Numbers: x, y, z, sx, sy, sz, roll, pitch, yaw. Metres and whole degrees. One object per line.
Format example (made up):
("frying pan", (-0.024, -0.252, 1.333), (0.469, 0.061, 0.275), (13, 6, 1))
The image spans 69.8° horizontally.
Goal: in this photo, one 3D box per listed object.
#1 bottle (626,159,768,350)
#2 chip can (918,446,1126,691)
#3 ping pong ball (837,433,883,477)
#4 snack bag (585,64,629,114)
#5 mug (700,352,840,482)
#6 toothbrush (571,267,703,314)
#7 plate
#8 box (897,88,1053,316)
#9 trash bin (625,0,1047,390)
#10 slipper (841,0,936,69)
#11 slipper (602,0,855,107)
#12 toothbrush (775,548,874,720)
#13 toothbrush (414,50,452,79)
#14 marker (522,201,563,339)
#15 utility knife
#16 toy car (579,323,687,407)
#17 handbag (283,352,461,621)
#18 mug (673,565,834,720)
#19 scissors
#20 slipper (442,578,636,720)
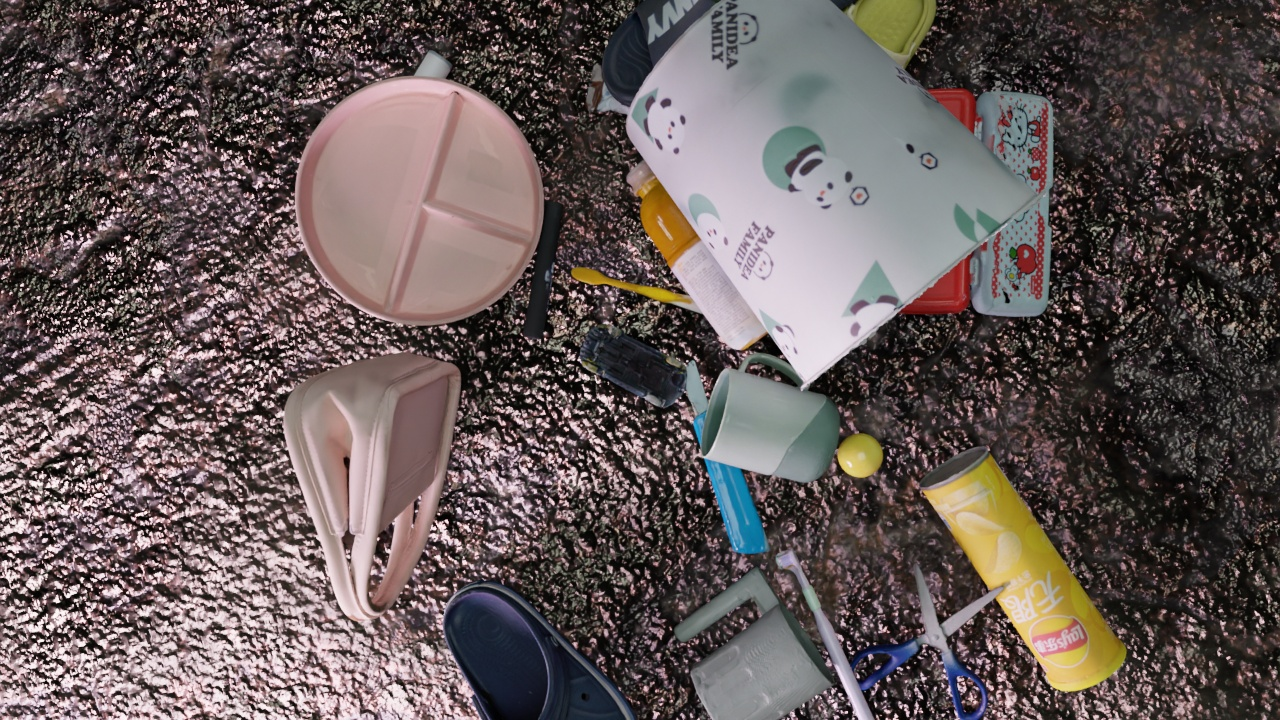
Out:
("bottle", (0.056, -0.099, 0.822), (0.068, 0.068, 0.189), (-36, 87, 4))
("chip can", (0.336, 0.182, 0.811), (0.072, 0.072, 0.213), (-33, 88, 4))
("ping pong ball", (0.201, 0.087, 0.838), (0.040, 0.040, 0.040), (0, 90, 5))
("snack bag", (0.001, -0.244, 0.860), (0.105, 0.026, 0.045), (16, 95, 7))
("mug", (0.119, 0.048, 0.826), (0.106, 0.082, 0.111), (14, 62, -5))
("toothbrush", (0.027, -0.059, 0.867), (0.191, 0.018, 0.016), (15, 95, 2))
("plate", (-0.205, -0.148, 0.863), (0.229, 0.028, 0.229), (0, 97, -3))
("box", (0.297, -0.141, 0.824), (0.161, 0.060, 0.201), (1, 92, 1))
("trash bin", (0.135, -0.143, 0.718), (0.229, 0.229, 0.252), (-40, 82, 4))
("slipper", (0.195, -0.272, 0.817), (0.091, 0.081, 0.190), (32, 91, 7))
("slipper", (0.079, -0.324, 0.807), (0.268, 0.083, 0.110), (-25, 65, 8))
("toothbrush", (0.174, 0.263, 0.843), (0.021, 0.029, 0.189), (-22, 82, -28))
("toothbrush", (-0.250, -0.197, 0.883), (0.026, 0.026, 0.221), (36, 94, 44))
("marker", (-0.093, -0.086, 0.874), (0.022, 0.020, 0.132), (9, 91, 22))
("utility knife", (0.075, 0.092, 0.861), (0.034, 0.018, 0.191), (-18, 88, -11))
("toy car", (-0.005, 0.005, 0.861), (0.105, 0.031, 0.049), (28, 93, 6))
("handbag", (-0.229, 0.116, 0.813), (0.093, 0.193, 0.234), (4, 101, 7))
("mug", (0.099, 0.269, 0.838), (0.103, 0.083, 0.124), (-37, 61, 5))
("scissors", (0.263, 0.259, 0.824), (0.176, 0.012, 0.162), (-36, 98, 23))
("slipper", (-0.091, 0.312, 0.843), (0.105, 0.095, 0.253), (-38, 84, 7))
